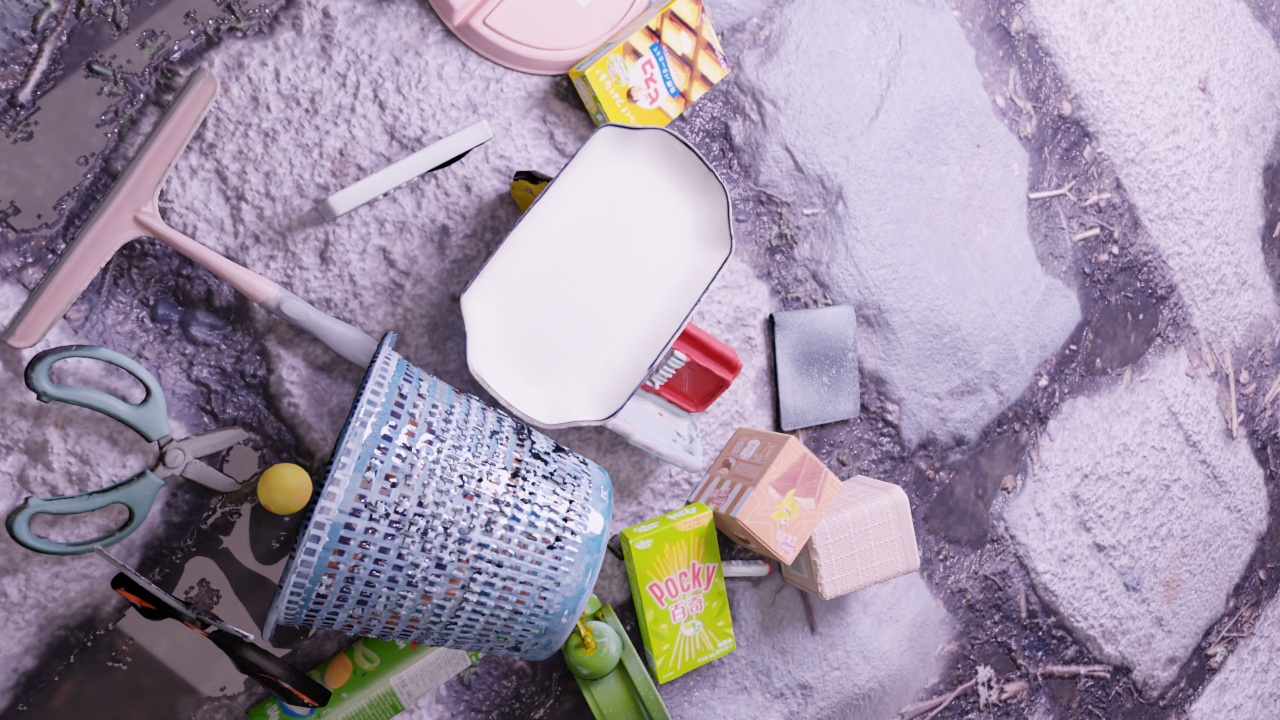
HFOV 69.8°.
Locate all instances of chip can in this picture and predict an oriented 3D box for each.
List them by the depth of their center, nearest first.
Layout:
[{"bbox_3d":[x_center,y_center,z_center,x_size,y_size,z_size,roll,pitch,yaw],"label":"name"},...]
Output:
[{"bbox_3d":[-0.193,0.244,0.744,0.235,0.072,0.072,-31,104,-20],"label":"chip can"}]

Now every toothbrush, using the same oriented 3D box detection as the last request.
[{"bbox_3d":[-0.070,0.114,0.828,0.017,0.012,0.186,-47,109,-22],"label":"toothbrush"}]

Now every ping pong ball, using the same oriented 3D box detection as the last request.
[{"bbox_3d":[-0.278,0.100,0.717,0.040,0.040,0.040,-1,92,-24],"label":"ping pong ball"}]

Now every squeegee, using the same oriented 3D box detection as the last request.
[{"bbox_3d":[-0.294,-0.056,0.706,0.249,0.040,0.247,34,78,-22],"label":"squeegee"}]

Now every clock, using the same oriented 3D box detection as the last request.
[{"bbox_3d":[-0.031,0.262,0.797,0.056,0.116,0.161,-28,106,-11],"label":"clock"}]

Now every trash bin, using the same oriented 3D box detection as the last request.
[{"bbox_3d":[-0.135,0.119,0.665,0.195,0.227,0.226,23,83,-14],"label":"trash bin"}]

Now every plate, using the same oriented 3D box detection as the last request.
[{"bbox_3d":[-0.034,-0.069,0.744,0.162,0.034,0.265,40,76,-19],"label":"plate"},{"bbox_3d":[-0.087,-0.366,0.792,0.229,0.028,0.229,-1,93,-25],"label":"plate"}]

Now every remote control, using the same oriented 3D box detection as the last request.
[{"bbox_3d":[-0.188,-0.152,0.738,0.149,0.058,0.021,-32,107,-19],"label":"remote control"}]

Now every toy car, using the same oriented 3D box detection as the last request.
[{"bbox_3d":[-0.046,-0.114,0.797,0.155,0.071,0.041,29,78,-21],"label":"toy car"}]

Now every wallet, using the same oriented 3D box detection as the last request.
[{"bbox_3d":[0.177,0.006,0.932,0.097,0.019,0.121,-8,97,-22],"label":"wallet"}]

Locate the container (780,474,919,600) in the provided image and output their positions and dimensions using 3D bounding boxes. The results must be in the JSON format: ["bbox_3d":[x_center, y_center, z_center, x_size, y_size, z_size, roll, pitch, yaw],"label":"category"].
[{"bbox_3d":[0.199,0.176,0.911,0.110,0.090,0.090,-15,98,-20],"label":"container"}]

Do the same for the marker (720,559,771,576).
[{"bbox_3d":[0.062,0.202,0.888,0.145,0.017,0.017,5,90,-24],"label":"marker"}]

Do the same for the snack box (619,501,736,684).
[{"bbox_3d":[0.036,0.216,0.855,0.085,0.026,0.156,-17,109,-20],"label":"snack box"}]

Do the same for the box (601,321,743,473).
[{"bbox_3d":[-0.007,0.007,0.802,0.201,0.100,0.102,30,117,-23],"label":"box"}]

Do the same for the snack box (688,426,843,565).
[{"bbox_3d":[0.117,0.125,0.867,0.077,0.093,0.094,42,75,-20],"label":"snack box"}]

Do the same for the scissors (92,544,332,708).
[{"bbox_3d":[-0.294,0.185,0.622,0.221,0.234,0.021,51,54,-32],"label":"scissors"}]

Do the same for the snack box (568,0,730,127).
[{"bbox_3d":[0.011,-0.260,0.825,0.140,0.034,0.087,-42,125,-15],"label":"snack box"}]

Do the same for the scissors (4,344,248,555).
[{"bbox_3d":[-0.387,0.056,0.673,0.170,0.019,0.181,-22,107,-22],"label":"scissors"}]

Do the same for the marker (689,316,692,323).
[{"bbox_3d":[0.042,-0.054,0.871,0.018,0.015,0.124,2,94,-24],"label":"marker"}]
